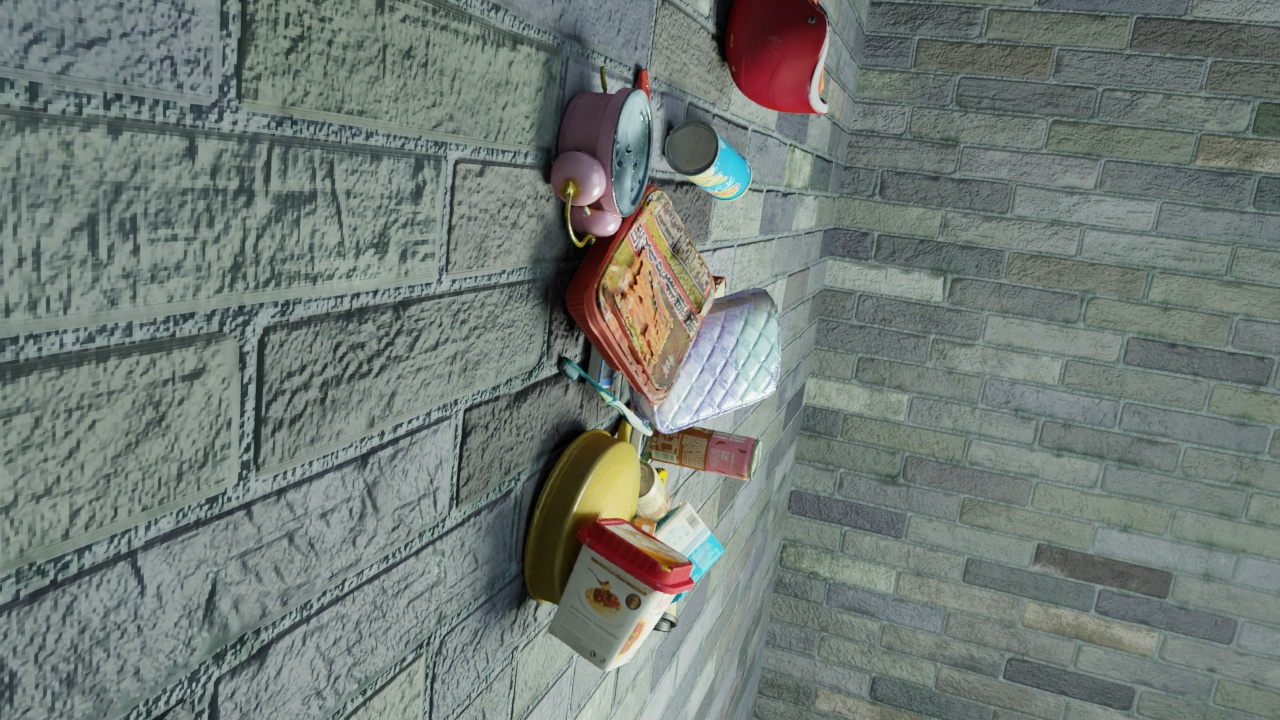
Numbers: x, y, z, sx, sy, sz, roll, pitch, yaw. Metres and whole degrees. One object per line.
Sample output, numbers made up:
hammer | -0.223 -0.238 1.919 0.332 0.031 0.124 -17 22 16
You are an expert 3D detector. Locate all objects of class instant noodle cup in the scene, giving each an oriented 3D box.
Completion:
instant noodle cup | -0.004 -0.063 0.939 0.164 0.079 0.188 56 45 -37
instant noodle cup | -0.023 0.239 0.936 0.124 0.117 0.116 -62 159 2

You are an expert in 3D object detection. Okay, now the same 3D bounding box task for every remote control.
remote control | -0.037 -0.029 1.007 0.049 0.024 0.125 2 97 -73

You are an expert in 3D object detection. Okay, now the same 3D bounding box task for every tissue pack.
tissue pack | 0.045 0.262 1.244 0.063 0.090 0.139 -38 179 44

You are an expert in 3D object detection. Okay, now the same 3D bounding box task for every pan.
pan | -0.040 0.133 1.068 0.356 0.078 0.198 -46 146 -51

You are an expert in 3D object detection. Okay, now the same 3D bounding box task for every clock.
clock | -0.038 -0.180 0.854 0.117 0.060 0.158 64 38 -65

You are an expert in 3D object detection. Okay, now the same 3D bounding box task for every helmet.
helmet | 0.190 -0.466 1.288 0.207 0.144 0.239 61 29 -65

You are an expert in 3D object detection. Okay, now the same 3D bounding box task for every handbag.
handbag | 0.072 -0.002 1.079 0.193 0.076 0.134 -17 115 -29

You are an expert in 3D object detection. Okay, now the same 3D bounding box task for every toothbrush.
toothbrush | -0.035 0.045 0.991 0.191 0.016 0.018 45 66 -49

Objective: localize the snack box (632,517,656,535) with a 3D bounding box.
snack box | -0.017 0.237 1.133 0.154 0.026 0.075 134 -29 -72

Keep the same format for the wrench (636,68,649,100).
wrench | 0.001 -0.180 1.017 0.056 0.016 0.273 -46 137 -71

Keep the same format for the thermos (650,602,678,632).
thermos | 0.014 0.313 1.291 0.093 0.093 0.143 69 28 -60

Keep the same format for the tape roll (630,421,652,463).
tape roll | 0.006 0.106 1.251 0.085 0.014 0.086 12 89 -73

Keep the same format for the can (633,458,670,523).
can | 0.003 0.173 1.205 0.116 0.058 0.058 67 38 -62

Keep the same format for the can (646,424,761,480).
can | 0.085 0.120 1.232 0.058 0.147 0.058 11 89 -74

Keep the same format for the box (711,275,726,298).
box | 0.090 -0.037 1.331 0.091 0.076 0.168 -55 150 -56

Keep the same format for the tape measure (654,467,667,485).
tape measure | 0.015 0.181 1.300 0.057 0.029 0.060 15 86 -74

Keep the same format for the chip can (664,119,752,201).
chip can | 0.094 -0.260 1.209 0.210 0.071 0.071 -5 105 -73
